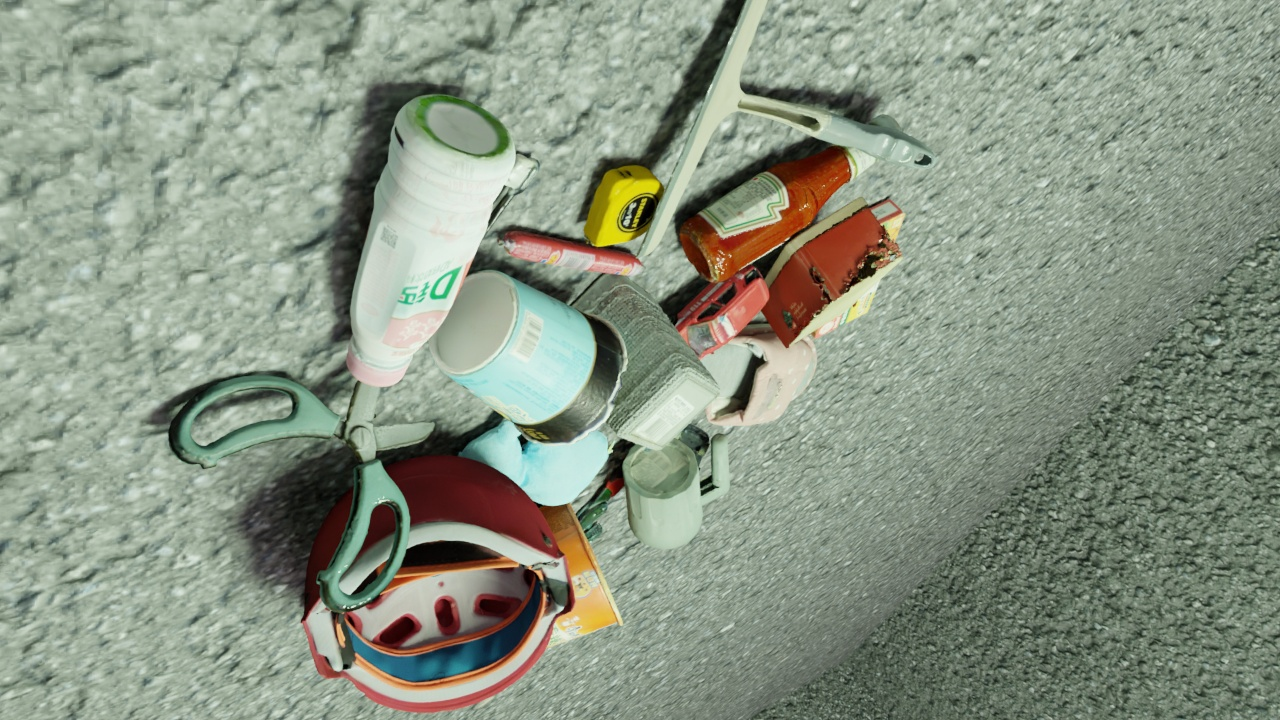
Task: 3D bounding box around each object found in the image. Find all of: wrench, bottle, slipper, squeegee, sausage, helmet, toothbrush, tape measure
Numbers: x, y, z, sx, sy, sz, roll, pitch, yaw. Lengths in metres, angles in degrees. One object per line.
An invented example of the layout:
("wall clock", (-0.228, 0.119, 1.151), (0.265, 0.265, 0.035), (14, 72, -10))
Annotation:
("wrench", (-0.009, 0.118, 1.014), (0.056, 0.016, 0.274), (-1, 134, -48))
("bottle", (-0.138, -0.062, 0.556), (0.068, 0.068, 0.197), (-10, 145, -41))
("slipper", (0.109, 0.017, 0.946), (0.273, 0.054, 0.114), (6, 119, -49))
("squeegee", (0.134, -0.179, 0.693), (0.246, 0.039, 0.247), (4, 123, -35))
("sausage", (-0.047, -0.078, 0.682), (0.155, 0.020, 0.020), (4, 131, -51))
("helmet", (-0.169, 0.174, 0.762), (0.206, 0.143, 0.240), (-13, 136, -13))
("toothbrush", (-0.125, -0.065, 0.616), (0.018, 0.015, 0.181), (15, 121, -49))
("tape measure", (-0.011, -0.114, 0.661), (0.057, 0.029, 0.060), (-14, 143, -36))
("bottle", (0.128, -0.138, 0.756), (0.206, 0.059, 0.060), (-33, 151, -10))

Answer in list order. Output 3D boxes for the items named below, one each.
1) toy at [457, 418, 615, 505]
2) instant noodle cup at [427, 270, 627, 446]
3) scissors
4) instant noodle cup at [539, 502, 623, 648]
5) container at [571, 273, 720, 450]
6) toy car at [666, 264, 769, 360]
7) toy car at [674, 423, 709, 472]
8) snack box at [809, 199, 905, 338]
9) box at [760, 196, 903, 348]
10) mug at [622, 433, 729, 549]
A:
("toy", (-0.091, 0.093, 0.848), (0.156, 0.049, 0.162), (-16, 144, -18))
("instant noodle cup", (-0.087, -0.006, 0.664), (0.111, 0.111, 0.120), (-44, 143, 9))
("scissors", (-0.220, 0.080, 0.604), (0.169, 0.173, 0.019), (9, 172, -31))
("instant noodle cup", (-0.098, 0.224, 0.941), (0.111, 0.151, 0.151), (-24, 150, -9))
("container", (-0.004, 0.004, 0.750), (0.090, 0.114, 0.090), (-45, 152, 10))
("toy car", (0.065, -0.039, 0.820), (0.120, 0.045, 0.053), (-42, 133, -9))
("toy car", (0.055, 0.101, 1.038), (0.034, 0.043, 0.091), (-54, 166, -34))
("snack box", (0.220, -0.093, 0.960), (0.077, 0.027, 0.156), (-25, 149, -20))
("box", (0.171, -0.068, 0.832), (0.091, 0.079, 0.168), (-32, 171, -11))
("mug", (0.041, 0.132, 0.985), (0.123, 0.083, 0.103), (-26, 144, -14))
